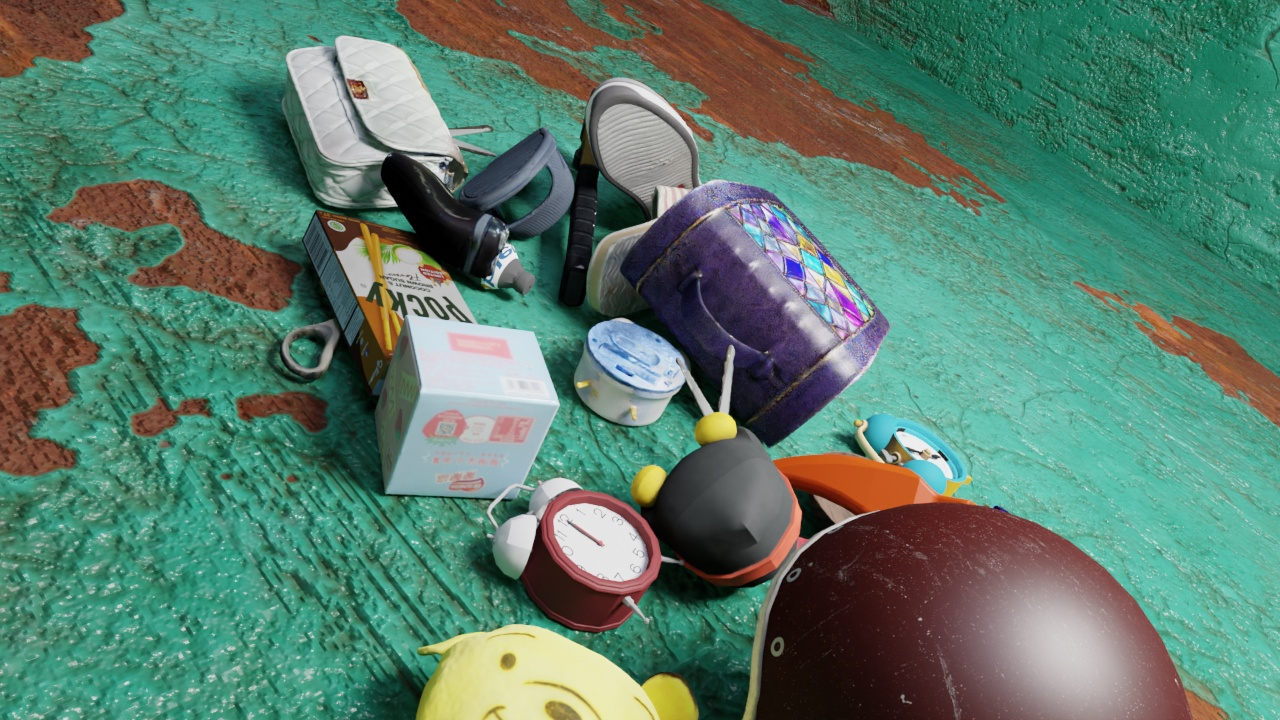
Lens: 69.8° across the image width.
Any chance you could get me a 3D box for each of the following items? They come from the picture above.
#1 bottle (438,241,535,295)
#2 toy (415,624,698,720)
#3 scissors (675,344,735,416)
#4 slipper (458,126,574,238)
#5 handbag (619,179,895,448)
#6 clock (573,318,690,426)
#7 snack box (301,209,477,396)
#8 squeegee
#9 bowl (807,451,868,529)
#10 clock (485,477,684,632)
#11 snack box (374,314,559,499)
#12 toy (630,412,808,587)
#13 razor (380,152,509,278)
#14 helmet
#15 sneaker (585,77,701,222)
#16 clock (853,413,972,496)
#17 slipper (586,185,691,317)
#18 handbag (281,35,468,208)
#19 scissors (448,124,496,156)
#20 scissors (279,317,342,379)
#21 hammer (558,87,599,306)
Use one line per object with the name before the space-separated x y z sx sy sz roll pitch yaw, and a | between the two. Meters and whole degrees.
bottle | -0.145 -0.095 0.824 0.112 0.047 0.046 33 33 9
toy | -0.067 0.208 0.416 0.149 0.084 0.213 35 31 0
scissors | 0.073 0.070 0.706 0.165 0.014 0.141 32 74 -23
slipper | -0.108 -0.174 0.917 0.082 0.101 0.263 55 11 -18
handbag | 0.102 -0.044 0.808 0.205 0.126 0.221 51 28 9
clock | -0.005 0.005 0.778 0.089 0.052 0.125 30 32 7
snack box | -0.187 -0.042 0.715 0.101 0.032 0.186 9 35 -44
squeegee | 0.180 0.102 0.664 0.185 0.055 0.249 12 -16 27
bowl | 0.184 0.128 0.756 0.119 0.032 0.119 19 33 -13
clock | -0.041 0.122 0.593 0.124 0.044 0.086 33 33 8
snack box | -0.120 0.033 0.615 0.093 0.095 0.079 7 37 -28
toy | 0.065 0.112 0.639 0.099 0.097 0.119 45 -7 48
razor | -0.167 -0.129 0.785 0.140 0.053 0.063 44 43 18
helmet | 0.160 0.193 0.501 0.232 0.254 0.233 -11 56 -32
sneaker | 0.004 -0.238 0.963 0.263 0.097 0.128 42 29 -67
clock | 0.253 0.091 0.853 0.129 0.044 0.099 6 37 -41
slipper | 0.021 -0.115 0.919 0.052 0.115 0.262 22 29 27
handbag | -0.257 -0.231 0.873 0.138 0.073 0.194 -11 52 -28
scissors | -0.256 -0.241 0.958 0.199 0.015 0.179 -24 50 -38
scissors | -0.215 -0.024 0.705 0.153 0.013 0.163 35 29 7
hammer | -0.058 -0.178 0.962 0.025 0.118 0.332 11 40 -9
